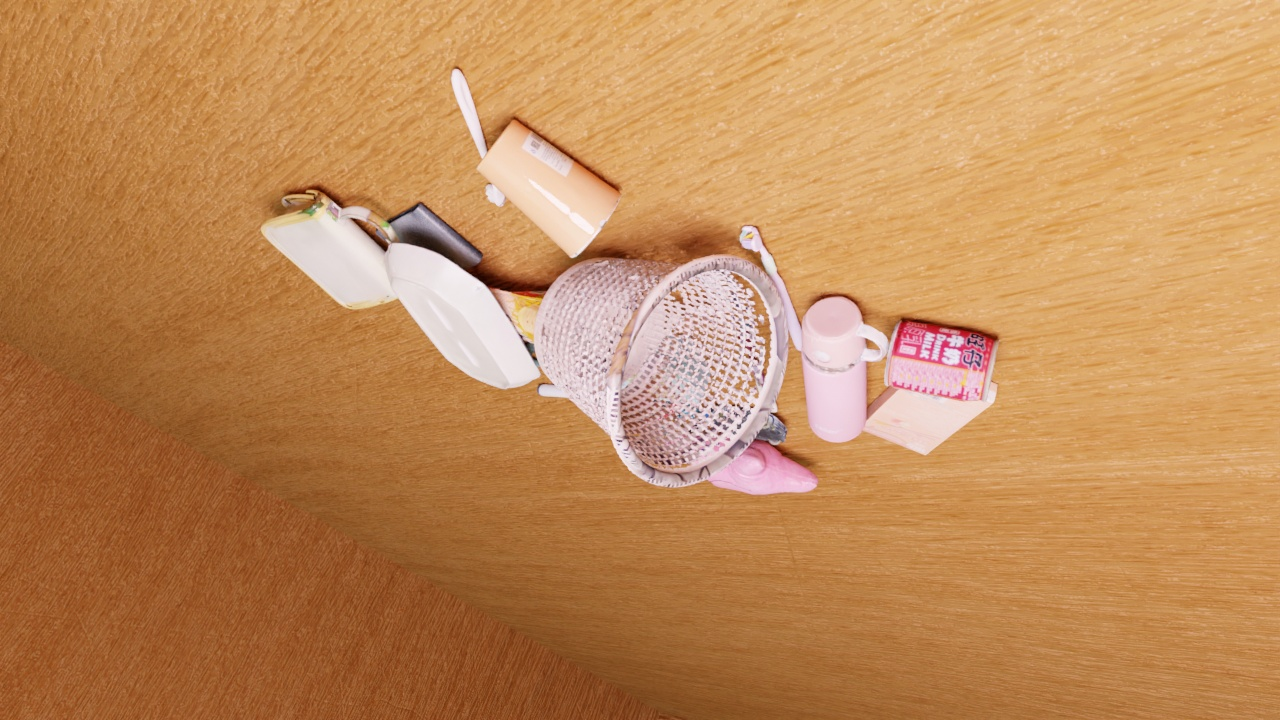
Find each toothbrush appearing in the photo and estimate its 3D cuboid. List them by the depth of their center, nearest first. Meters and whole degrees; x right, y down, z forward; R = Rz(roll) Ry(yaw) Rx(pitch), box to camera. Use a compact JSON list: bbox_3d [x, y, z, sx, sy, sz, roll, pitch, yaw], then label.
[{"bbox_3d":[-0.159,-0.213,0.892,0.016,0.016,0.180,21,154,17],"label":"toothbrush"},{"bbox_3d":[0.138,-0.065,0.920,0.021,0.029,0.189,-26,138,8],"label":"toothbrush"},{"bbox_3d":[0.138,0.011,1.064,0.016,0.017,0.188,6,151,25],"label":"toothbrush"},{"bbox_3d":[0.075,0.086,1.215,0.014,0.016,0.190,10,163,-5],"label":"toothbrush"}]

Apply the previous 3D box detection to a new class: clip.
[{"bbox_3d":[0.062,0.068,1.223,0.057,0.014,0.048,-12,139,47],"label":"clip"}]

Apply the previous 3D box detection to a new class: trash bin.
[{"bbox_3d":[0.003,-0.012,0.921,0.192,0.227,0.227,24,161,47],"label":"trash bin"}]

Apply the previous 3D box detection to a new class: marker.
[{"bbox_3d":[-0.092,0.046,1.300,0.131,0.018,0.022,3,156,34],"label":"marker"}]

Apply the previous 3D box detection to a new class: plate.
[{"bbox_3d":[-0.218,-0.041,1.103,0.162,0.034,0.266,19,155,26],"label":"plate"}]

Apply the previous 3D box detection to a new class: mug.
[{"bbox_3d":[-0.088,-0.165,0.863,0.122,0.078,0.078,38,150,-16],"label":"mug"}]

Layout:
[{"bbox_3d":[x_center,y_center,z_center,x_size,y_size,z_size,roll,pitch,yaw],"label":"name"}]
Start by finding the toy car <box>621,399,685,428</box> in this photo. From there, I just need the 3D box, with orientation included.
[{"bbox_3d":[0.017,0.056,1.194,0.045,0.052,0.121,13,157,-32],"label":"toy car"}]

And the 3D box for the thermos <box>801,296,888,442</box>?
[{"bbox_3d":[0.212,0.014,0.952,0.087,0.067,0.199,19,152,23],"label":"thermos"}]

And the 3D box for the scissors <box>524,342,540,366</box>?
[{"bbox_3d":[-0.201,-0.013,1.253,0.169,0.019,0.178,19,162,-27],"label":"scissors"}]

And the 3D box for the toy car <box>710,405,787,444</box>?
[{"bbox_3d":[0.138,0.079,1.163,0.106,0.031,0.049,9,153,34],"label":"toy car"}]

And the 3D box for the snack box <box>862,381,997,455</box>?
[{"bbox_3d":[0.306,0.051,0.989,0.084,0.026,0.158,22,153,0],"label":"snack box"}]

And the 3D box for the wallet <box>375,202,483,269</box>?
[{"bbox_3d":[-0.254,-0.140,1.096,0.097,0.019,0.121,41,149,-27],"label":"wallet"}]

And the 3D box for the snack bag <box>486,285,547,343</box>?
[{"bbox_3d":[-0.163,-0.062,1.114,0.208,0.073,0.128,11,163,30],"label":"snack bag"}]

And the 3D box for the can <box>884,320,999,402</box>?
[{"bbox_3d":[0.286,0.001,0.872,0.094,0.066,0.066,12,151,22],"label":"can"}]

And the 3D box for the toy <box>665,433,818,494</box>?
[{"bbox_3d":[0.145,0.142,1.221,0.195,0.074,0.178,11,169,39],"label":"toy"}]

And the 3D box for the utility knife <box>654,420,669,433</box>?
[{"bbox_3d":[0.030,0.094,1.292,0.209,0.013,0.029,40,175,-32],"label":"utility knife"}]

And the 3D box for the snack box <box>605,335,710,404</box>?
[{"bbox_3d":[-0.007,0.007,1.125,0.175,0.051,0.074,4,148,32],"label":"snack box"}]

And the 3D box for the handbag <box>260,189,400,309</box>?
[{"bbox_3d":[-0.348,-0.141,1.118,0.179,0.063,0.163,-4,141,37],"label":"handbag"}]
